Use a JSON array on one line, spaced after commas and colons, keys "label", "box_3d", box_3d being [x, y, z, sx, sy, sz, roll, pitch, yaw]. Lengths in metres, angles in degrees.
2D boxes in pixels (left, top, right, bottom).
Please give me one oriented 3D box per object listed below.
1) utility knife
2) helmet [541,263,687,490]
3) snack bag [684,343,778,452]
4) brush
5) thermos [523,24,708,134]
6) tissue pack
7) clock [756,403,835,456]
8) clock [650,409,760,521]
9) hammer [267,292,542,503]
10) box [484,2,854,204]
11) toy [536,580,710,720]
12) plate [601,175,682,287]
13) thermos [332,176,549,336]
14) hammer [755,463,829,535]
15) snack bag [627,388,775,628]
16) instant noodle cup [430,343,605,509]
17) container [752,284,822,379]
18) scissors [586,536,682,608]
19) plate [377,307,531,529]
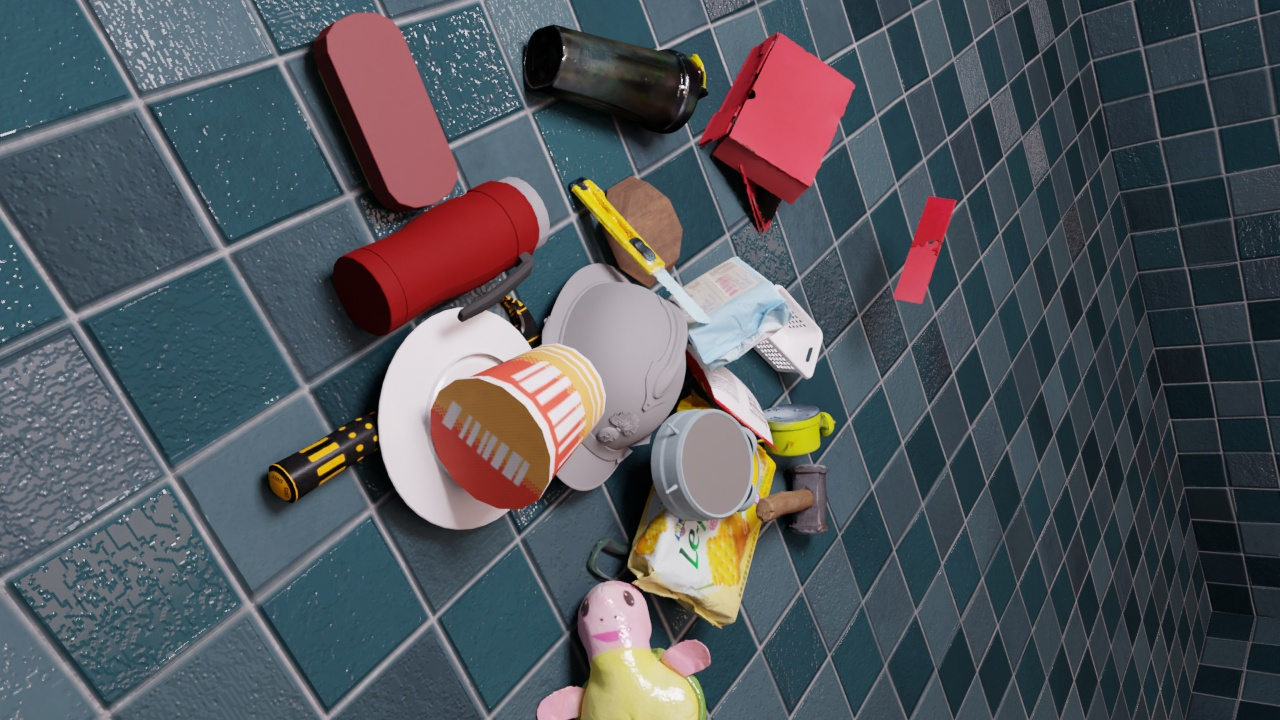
[{"label": "utility knife", "box_3d": [-0.001, -0.121, 1.001, 0.030, 0.019, 0.224, -34, 79, -30]}, {"label": "helmet", "box_3d": [-0.006, 0.006, 0.971, 0.183, 0.118, 0.270, 48, 45, -39]}, {"label": "snack bag", "box_3d": [0.103, 0.036, 1.114, 0.039, 0.144, 0.130, -44, 129, 10]}, {"label": "brush", "box_3d": [-0.232, -0.220, 0.827, 0.082, 0.042, 0.173, -36, 113, -43]}, {"label": "thermos", "box_3d": [-0.021, -0.316, 1.028, 0.220, 0.098, 0.098, 1, 86, -43]}, {"label": "tissue pack", "box_3d": [0.100, -0.054, 1.057, 0.112, 0.181, 0.070, -32, 111, 2]}, {"label": "clock", "box_3d": [0.212, 0.089, 1.248, 0.118, 0.083, 0.057, -19, 106, -43]}, {"label": "clock", "box_3d": [0.079, 0.116, 1.012, 0.159, 0.045, 0.122, 12, 75, -40]}, {"label": "hammer", "box_3d": [-0.201, 0.034, 0.846, 0.319, 0.036, 0.123, -34, 111, -45]}, {"label": "box", "box_3d": [0.042, -0.371, 1.286, 0.213, 0.479, 0.171, -64, 152, -29]}, {"label": "toy", "box_3d": [-0.008, 0.345, 0.945, 0.238, 0.190, 0.087, 67, 9, 19]}, {"label": "plate", "box_3d": [0.008, -0.154, 1.080, 0.131, 0.025, 0.131, 16, 68, -47]}, {"label": "thermos", "box_3d": [-0.169, -0.092, 0.843, 0.108, 0.084, 0.198, 44, 49, 10]}, {"label": "hammer", "box_3d": [0.191, 0.178, 1.160, 0.328, 0.052, 0.098, 19, 71, -69]}, {"label": "snack bag", "box_3d": [0.073, 0.175, 1.077, 0.159, 0.068, 0.246, 40, 57, -33]}, {"label": "instant noodle cup", "box_3d": [-0.102, 0.050, 0.828, 0.120, 0.124, 0.123, -39, 115, -53]}, {"label": "container", "box_3d": [0.192, -0.037, 1.260, 0.129, 0.050, 0.080, 41, 58, -37]}, {"label": "scissors", "box_3d": [0.020, 0.190, 1.083, 0.201, 0.015, 0.204, 20, 70, -44]}, {"label": "plate", "box_3d": [-0.155, 0.054, 0.863, 0.208, 0.015, 0.208, 2, 88, -52]}]
